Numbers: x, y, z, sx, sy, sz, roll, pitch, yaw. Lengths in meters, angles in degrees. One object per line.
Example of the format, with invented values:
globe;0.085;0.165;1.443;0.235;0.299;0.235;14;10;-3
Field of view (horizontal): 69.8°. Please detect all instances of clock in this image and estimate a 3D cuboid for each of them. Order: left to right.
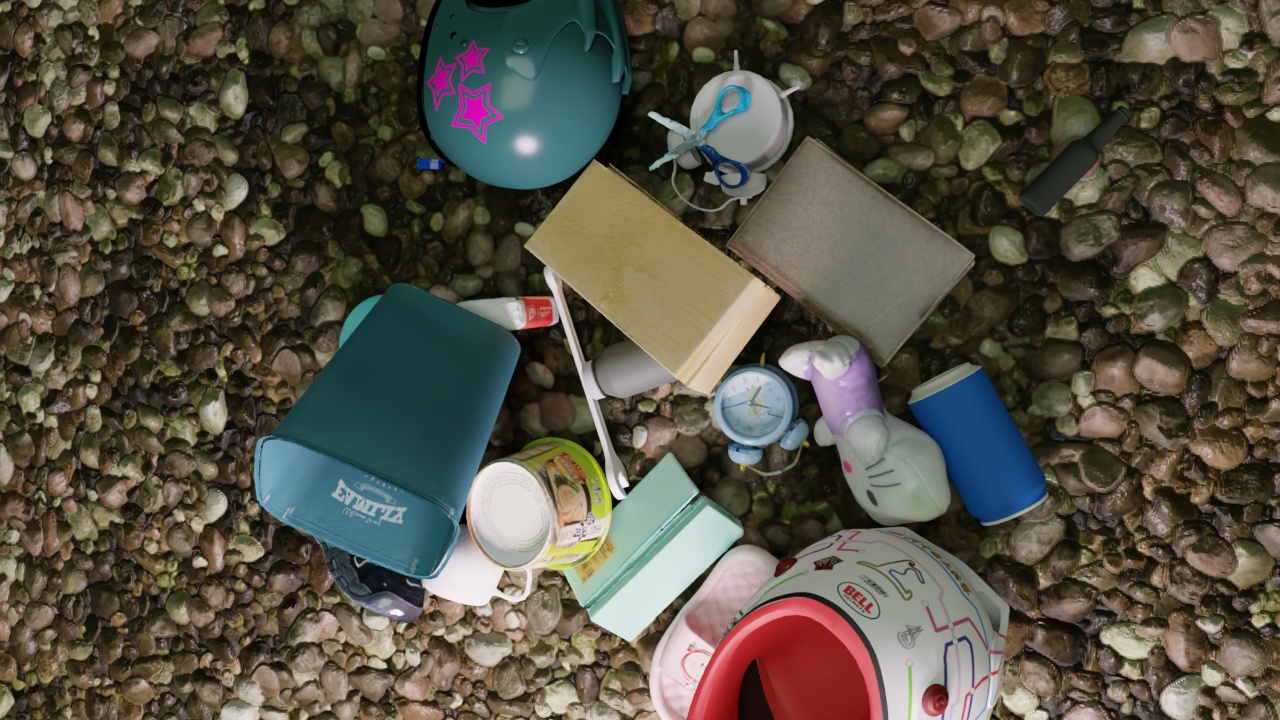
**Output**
clock;0.094;-0.233;0.967;0.120;0.061;0.159;34;104;13
clock;0.126;0.059;0.964;0.089;0.051;0.124;-21;85;12

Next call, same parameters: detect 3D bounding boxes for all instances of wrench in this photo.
wrench;-0.060;0.022;1.019;0.009;0.047;0.273;-20;84;14

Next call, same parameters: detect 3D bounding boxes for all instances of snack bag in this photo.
snack bag;-0.144;-0.051;1.001;0.077;0.115;0.036;-3;94;16

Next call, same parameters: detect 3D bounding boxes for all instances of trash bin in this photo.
trash bin;-0.237;0.064;0.916;0.196;0.200;0.218;26;53;-7

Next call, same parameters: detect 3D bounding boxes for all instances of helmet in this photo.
helmet;-0.106;-0.316;0.959;0.200;0.176;0.274;1;78;24
helmet;0.197;0.305;0.855;0.231;0.235;0.315;39;110;38

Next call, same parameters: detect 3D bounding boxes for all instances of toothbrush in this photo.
toothbrush;-0.171;-0.225;1.058;0.187;0.016;0.011;3;94;13

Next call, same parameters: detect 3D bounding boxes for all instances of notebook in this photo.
notebook;0.203;-0.095;0.949;0.215;0.034;0.190;39;102;11

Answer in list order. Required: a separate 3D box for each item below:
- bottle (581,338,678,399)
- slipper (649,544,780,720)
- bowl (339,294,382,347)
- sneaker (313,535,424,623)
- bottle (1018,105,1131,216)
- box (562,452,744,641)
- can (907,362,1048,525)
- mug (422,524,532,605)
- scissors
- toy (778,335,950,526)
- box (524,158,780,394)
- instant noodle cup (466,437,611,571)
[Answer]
bottle;-0.006;0.006;0.994;0.108;0.060;0.060;-19;86;14
slipper;0.082;0.297;0.978;0.107;0.055;0.222;29;97;15
bowl;-0.286;-0.015;1.075;0.121;0.046;0.121;0;91;15
sneaker;-0.277;0.174;1.027;0.151;0.097;0.252;-49;48;-2
bottle;0.424;-0.195;0.890;0.033;0.033;0.123;45;101;10
box;0.011;0.207;1.009;0.187;0.078;0.112;-48;51;9
can;0.328;0.080;0.896;0.079;0.079;0.146;-29;84;13
mug;-0.180;0.232;1.033;0.124;0.090;0.076;18;85;-4
scissors;0.065;-0.220;0.937;0.128;0.014;0.127;-26;86;19
toy;0.222;0.068;0.895;0.085;0.138;0.209;-32;95;-12
box;0.006;-0.091;0.933;0.249;0.091;0.128;43;105;32
instant noodle cup;-0.113;0.159;0.989;0.146;0.097;0.146;1;92;30
